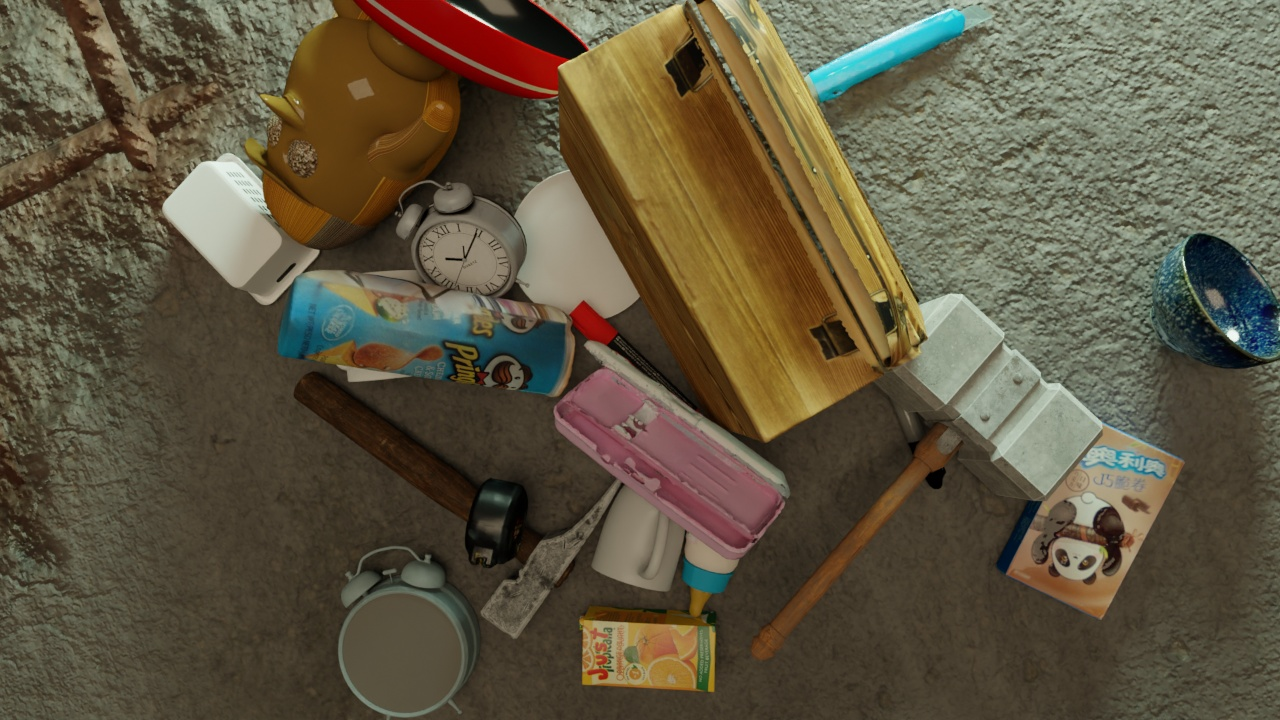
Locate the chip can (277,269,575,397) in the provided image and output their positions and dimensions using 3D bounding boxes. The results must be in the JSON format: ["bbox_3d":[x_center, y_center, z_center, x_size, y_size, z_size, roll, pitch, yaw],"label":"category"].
[{"bbox_3d":[-0.169,-0.023,0.748,0.229,0.080,0.080,10,94,-26],"label":"chip can"}]

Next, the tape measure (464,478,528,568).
[{"bbox_3d":[-0.121,0.136,0.769,0.042,0.071,0.072,14,88,9],"label":"tape measure"}]

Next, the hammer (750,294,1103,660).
[{"bbox_3d":[0.197,0.117,0.735,0.162,0.083,0.317,43,85,0],"label":"hammer"}]

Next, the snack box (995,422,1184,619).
[{"bbox_3d":[0.377,0.131,0.774,0.087,0.034,0.151,25,94,4],"label":"snack box"}]

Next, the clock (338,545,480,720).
[{"bbox_3d":[-0.214,0.247,0.834,0.122,0.045,0.159,-13,93,6],"label":"clock"}]

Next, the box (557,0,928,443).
[{"bbox_3d":[0.091,-0.114,0.677,0.215,0.257,0.279,-28,92,-2],"label":"box"}]

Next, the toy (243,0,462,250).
[{"bbox_3d":[-0.246,-0.189,0.765,0.198,0.162,0.204,47,110,32],"label":"toy"}]

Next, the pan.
[{"bbox_3d":[-0.182,-0.325,0.751,0.356,0.208,0.067,46,116,26],"label":"pan"}]

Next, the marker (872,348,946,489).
[{"bbox_3d":[0.233,0.046,0.795,0.022,0.016,0.138,-22,90,-22],"label":"marker"}]

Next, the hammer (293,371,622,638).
[{"bbox_3d":[-0.165,0.075,0.824,0.300,0.037,0.218,35,96,3],"label":"hammer"}]

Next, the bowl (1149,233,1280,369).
[{"bbox_3d":[0.452,-0.038,0.737,0.114,0.061,0.114,12,59,-21],"label":"bowl"}]

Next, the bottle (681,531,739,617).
[{"bbox_3d":[0.065,0.154,0.798,0.051,0.051,0.146,16,95,5],"label":"bottle"}]

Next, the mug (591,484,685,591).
[{"bbox_3d":[0.008,0.144,0.776,0.071,0.107,0.089,17,86,-10],"label":"mug"}]

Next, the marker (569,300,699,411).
[{"bbox_3d":[-0.005,0.005,0.805,0.145,0.021,0.024,44,131,-4],"label":"marker"}]

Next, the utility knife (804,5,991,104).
[{"bbox_3d":[0.214,-0.261,0.778,0.173,0.015,0.031,-23,93,6],"label":"utility knife"}]

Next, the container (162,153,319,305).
[{"bbox_3d":[-0.364,-0.120,0.826,0.081,0.049,0.129,-44,88,6],"label":"container"}]

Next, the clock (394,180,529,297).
[{"bbox_3d":[-0.153,-0.101,0.777,0.095,0.035,0.122,-22,125,26],"label":"clock"}]

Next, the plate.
[{"bbox_3d":[-0.050,-0.102,0.815,0.134,0.011,0.134,0,93,6],"label":"plate"}]

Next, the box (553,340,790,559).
[{"bbox_3d":[0.028,0.058,0.733,0.202,0.096,0.087,35,52,19],"label":"box"}]

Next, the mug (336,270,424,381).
[{"bbox_3d":[-0.239,-0.029,0.814,0.111,0.073,0.090,-4,93,32],"label":"mug"}]

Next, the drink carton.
[{"bbox_3d":[0.005,0.255,0.814,0.122,0.041,0.058,1,93,6],"label":"drink carton"}]
